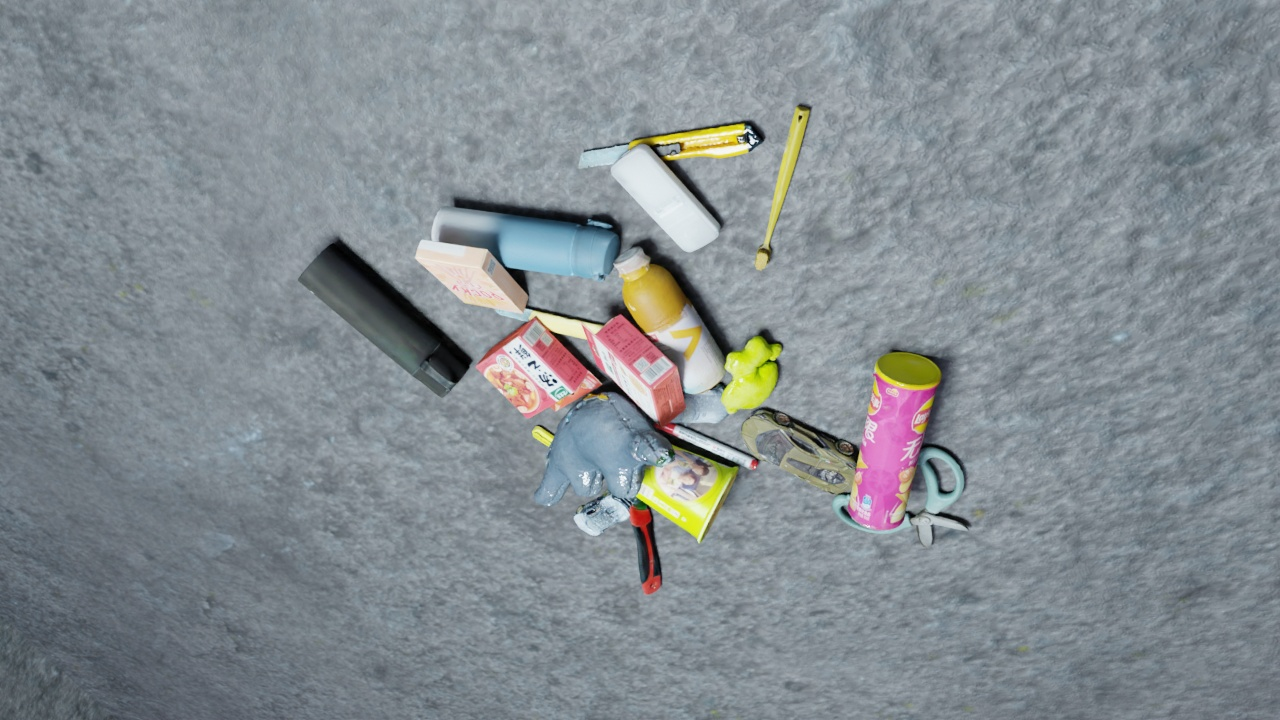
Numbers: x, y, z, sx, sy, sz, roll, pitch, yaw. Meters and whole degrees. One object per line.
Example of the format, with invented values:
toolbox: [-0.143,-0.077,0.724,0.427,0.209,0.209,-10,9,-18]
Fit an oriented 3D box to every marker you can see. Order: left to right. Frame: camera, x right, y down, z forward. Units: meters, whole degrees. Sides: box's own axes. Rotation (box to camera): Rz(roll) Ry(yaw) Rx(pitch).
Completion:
marker: [-0.101,0.133,1.303,0.124,0.015,0.018,36,135,-9]
marker: [0.086,0.109,1.209,0.145,0.017,0.017,24,130,3]

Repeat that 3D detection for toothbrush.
toothbrush: [0.148,-0.177,0.971,0.016,0.016,0.190,17,129,8]

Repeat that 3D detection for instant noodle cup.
instant noodle cup: [0.051,0.162,1.212,0.123,0.111,0.112,27,131,12]

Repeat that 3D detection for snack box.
snack box: [-0.199,-0.099,1.103,0.084,0.026,0.157,10,166,14]
snack box: [-0.135,0.020,1.203,0.127,0.044,0.113,45,136,-14]
snack box: [-0.007,0.006,1.104,0.127,0.044,0.113,44,166,25]

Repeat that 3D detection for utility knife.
utility knife: [-0.096,-0.045,1.165,0.204,0.021,0.031,11,124,7]
utility knife: [0.026,-0.225,0.985,0.216,0.015,0.033,-3,121,24]

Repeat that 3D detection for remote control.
remote control: [0.029,-0.177,1.007,0.136,0.020,0.056,44,136,-21]

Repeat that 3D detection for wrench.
wrench: [0.000,0.246,1.331,0.016,0.056,0.274,38,149,46]

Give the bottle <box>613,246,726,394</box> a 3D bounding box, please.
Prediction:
bottle: [0.033,-0.047,1.080,0.068,0.067,0.189,-19,116,32]

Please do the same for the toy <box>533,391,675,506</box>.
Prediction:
toy: [-0.051,0.111,1.185,0.091,0.137,0.357,11,162,-28]

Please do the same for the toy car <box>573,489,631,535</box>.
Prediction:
toy car: [-0.057,0.227,1.345,0.049,0.031,0.106,45,129,-13]

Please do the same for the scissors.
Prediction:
scissors: [0.327,0.173,1.161,0.170,0.019,0.171,2,126,19]

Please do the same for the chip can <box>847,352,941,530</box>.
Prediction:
chip can: [0.293,0.098,1.070,0.071,0.071,0.211,11,123,14]

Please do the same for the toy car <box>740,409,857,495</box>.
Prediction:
toy car: [0.199,0.116,1.156,0.158,0.042,0.070,25,130,6]

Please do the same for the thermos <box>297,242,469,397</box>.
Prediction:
thermos: [-0.336,-0.050,1.216,0.242,0.090,0.068,42,87,-12]

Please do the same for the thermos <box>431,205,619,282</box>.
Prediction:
thermos: [-0.134,-0.140,1.083,0.221,0.070,0.070,9,127,14]

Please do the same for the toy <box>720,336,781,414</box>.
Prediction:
toy: [0.134,0.020,1.101,0.097,0.031,0.100,-34,132,2]

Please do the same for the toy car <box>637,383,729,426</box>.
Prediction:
toy car: [0.056,0.056,1.171,0.121,0.036,0.054,-2,124,19]
